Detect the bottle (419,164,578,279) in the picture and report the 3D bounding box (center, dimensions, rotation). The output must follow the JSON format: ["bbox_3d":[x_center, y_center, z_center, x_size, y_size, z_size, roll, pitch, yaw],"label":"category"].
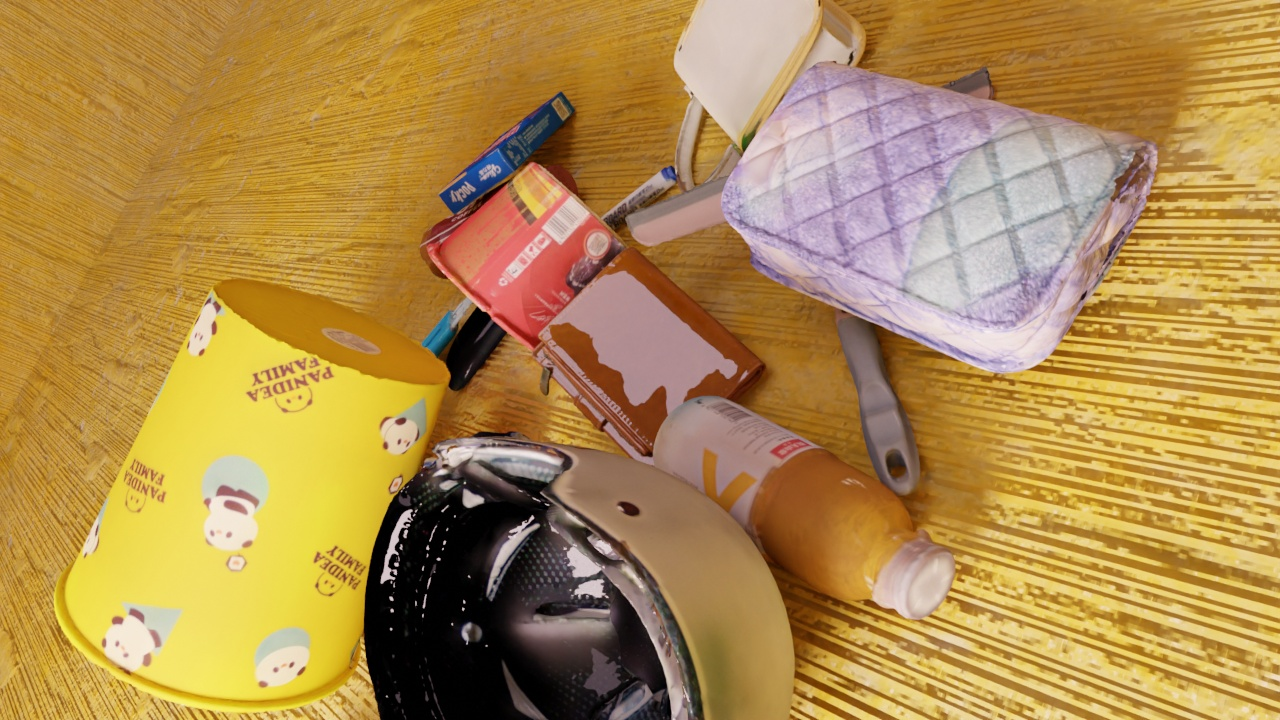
[{"bbox_3d":[-0.134,-0.131,0.866,0.175,0.057,0.057,-21,52,36],"label":"bottle"}]

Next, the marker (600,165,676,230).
[{"bbox_3d":[-0.026,-0.117,0.778,0.146,0.017,0.016,-33,45,27],"label":"marker"}]

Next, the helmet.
[{"bbox_3d":[-0.025,0.149,0.487,0.275,0.156,0.230,-12,80,53],"label":"helmet"}]

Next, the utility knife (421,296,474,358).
[{"bbox_3d":[-0.191,-0.023,0.872,0.239,0.018,0.034,-47,39,20],"label":"utility knife"}]

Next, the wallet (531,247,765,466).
[{"bbox_3d":[-0.004,0.004,0.612,0.119,0.035,0.130,-46,67,1],"label":"wallet"}]

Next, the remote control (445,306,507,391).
[{"bbox_3d":[-0.140,-0.033,0.835,0.136,0.024,0.053,-53,37,6],"label":"remote control"}]

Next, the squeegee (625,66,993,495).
[{"bbox_3d":[0.124,-0.029,0.547,0.248,0.040,0.249,-19,56,16],"label":"squeegee"}]

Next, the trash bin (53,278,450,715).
[{"bbox_3d":[-0.280,0.090,0.706,0.230,0.229,0.255,35,102,51],"label":"trash bin"}]

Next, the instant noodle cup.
[{"bbox_3d":[-0.078,-0.079,0.722,0.108,0.138,0.138,-47,40,2],"label":"instant noodle cup"}]

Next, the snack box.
[{"bbox_3d":[-0.125,-0.201,0.877,0.085,0.026,0.156,-26,22,33],"label":"snack box"}]

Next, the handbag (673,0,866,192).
[{"bbox_3d":[0.079,-0.212,0.709,0.179,0.063,0.163,-56,37,26],"label":"handbag"}]

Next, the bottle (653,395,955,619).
[{"bbox_3d":[0.082,0.077,0.498,0.190,0.068,0.068,28,86,50],"label":"bottle"}]

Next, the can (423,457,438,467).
[{"bbox_3d":[-0.142,0.137,0.686,0.075,0.075,0.111,-4,63,45],"label":"can"}]

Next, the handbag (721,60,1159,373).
[{"bbox_3d":[0.150,-0.084,0.494,0.194,0.075,0.134,30,82,33],"label":"handbag"}]
